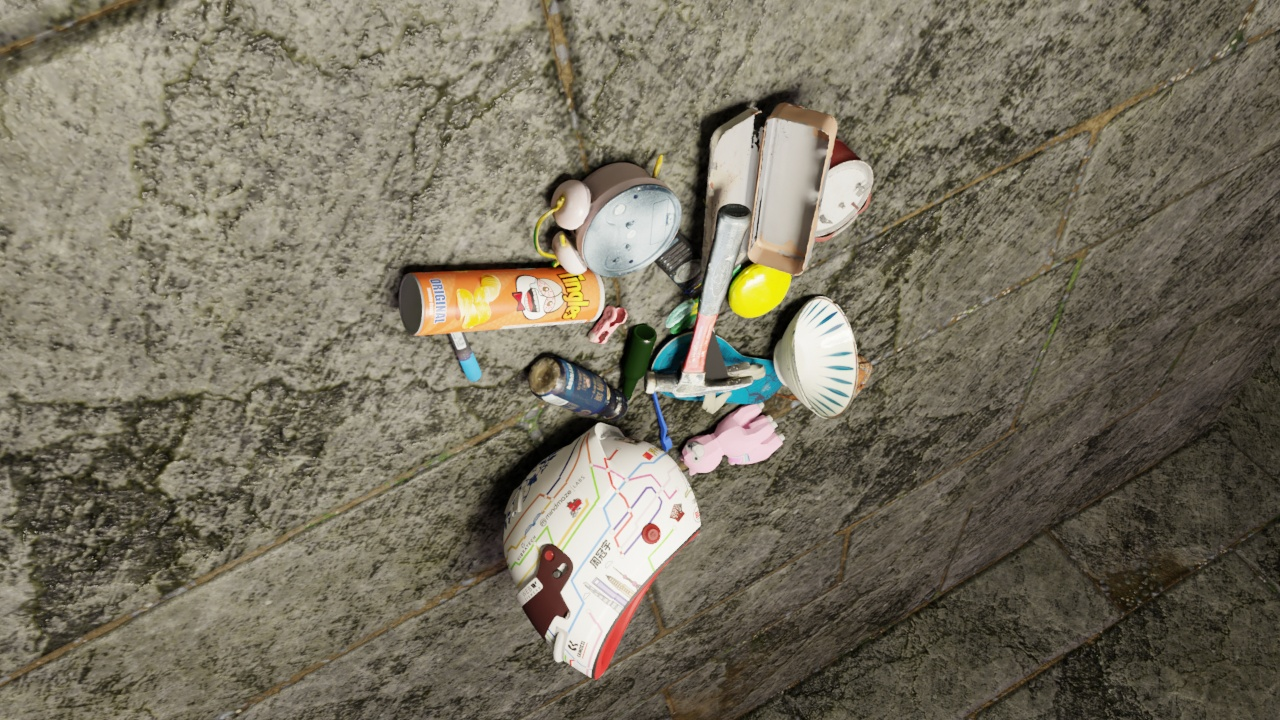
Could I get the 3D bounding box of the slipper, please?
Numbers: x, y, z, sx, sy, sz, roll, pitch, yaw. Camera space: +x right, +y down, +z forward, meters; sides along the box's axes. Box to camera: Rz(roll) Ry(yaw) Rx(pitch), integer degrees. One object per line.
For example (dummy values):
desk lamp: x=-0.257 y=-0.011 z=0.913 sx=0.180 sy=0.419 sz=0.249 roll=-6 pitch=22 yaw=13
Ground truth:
slipper: x=0.122 y=0.031 z=1.312 sx=0.294 sy=0.060 sz=0.118 roll=14 pitch=128 yaw=-48

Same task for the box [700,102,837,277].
box: x=0.138 y=-0.174 z=1.028 sx=0.217 sy=0.121 sz=0.094 roll=89 pitch=21 yaw=-51

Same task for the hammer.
hammer: x=0.091 y=-0.061 z=1.105 sx=0.140 sy=0.036 sz=0.327 roll=-1 pitch=143 yaw=-8

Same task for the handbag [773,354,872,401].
handbag: x=0.292 y=0.040 z=1.489 sx=0.195 sy=0.043 sz=0.094 roll=-4 pitch=134 yaw=-32

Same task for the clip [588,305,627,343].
clip: x=-0.036 y=-0.043 z=1.122 sx=0.039 sy=0.022 sz=0.059 roll=10 pitch=132 yaw=-50

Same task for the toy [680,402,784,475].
toy: x=0.143 y=0.133 z=1.450 sx=0.157 sy=0.067 sz=0.123 roll=-32 pitch=148 yaw=3

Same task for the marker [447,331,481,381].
marker: x=-0.200 y=-0.019 z=1.018 sx=0.018 sy=0.015 sz=0.123 roll=-24 pitch=142 yaw=-10

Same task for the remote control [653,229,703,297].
remote control: x=0.050 y=-0.117 z=1.102 sx=0.045 sy=0.021 sz=0.140 roll=-38 pitch=151 yaw=8

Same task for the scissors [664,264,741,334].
scissors: x=0.080 y=-0.083 z=1.164 sx=0.132 sy=0.013 sz=0.078 roll=-44 pitch=162 yaw=12

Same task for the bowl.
bowl: x=0.243 y=-0.001 z=1.337 sx=0.071 sy=0.177 sz=0.177 roll=-8 pitch=168 yaw=42

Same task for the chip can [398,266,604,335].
chip can: x=-0.142 y=-0.065 z=0.965 sx=0.210 sy=0.062 sz=0.062 roll=-6 pitch=137 yaw=-35

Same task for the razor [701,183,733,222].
razor: x=0.094 y=-0.153 z=1.094 sx=0.044 sy=0.021 sz=0.144 roll=-41 pitch=148 yaw=-20

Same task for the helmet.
helmet: x=-0.071 y=0.242 z=1.248 sx=0.315 sy=0.236 sz=0.230 roll=-57 pitch=169 yaw=7

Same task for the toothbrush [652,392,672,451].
toothbrush: x=0.031 y=0.085 z=1.333 sx=0.011 sy=0.016 sz=0.187 roll=-34 pitch=149 yaw=-14

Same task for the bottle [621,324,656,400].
bottle: x=-0.007 y=0.007 z=1.196 sx=0.033 sy=0.033 sz=0.123 roll=-14 pitch=142 yaw=-28

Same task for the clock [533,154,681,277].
clock: x=-0.037 y=-0.144 z=0.959 sx=0.157 sy=0.058 sz=0.117 roll=-21 pitch=143 yaw=-19

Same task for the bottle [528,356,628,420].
bottle: x=-0.074 y=0.039 z=1.157 sx=0.056 sy=0.056 sz=0.160 roll=-44 pitch=145 yaw=14

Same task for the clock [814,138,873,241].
clock: x=0.233 y=-0.196 z=1.122 sx=0.110 sy=0.062 sz=0.156 roll=-40 pitch=146 yaw=8

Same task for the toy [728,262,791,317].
toy: x=0.157 y=-0.095 z=1.201 sx=0.095 sy=0.041 sz=0.094 roll=-16 pitch=141 yaw=-28
